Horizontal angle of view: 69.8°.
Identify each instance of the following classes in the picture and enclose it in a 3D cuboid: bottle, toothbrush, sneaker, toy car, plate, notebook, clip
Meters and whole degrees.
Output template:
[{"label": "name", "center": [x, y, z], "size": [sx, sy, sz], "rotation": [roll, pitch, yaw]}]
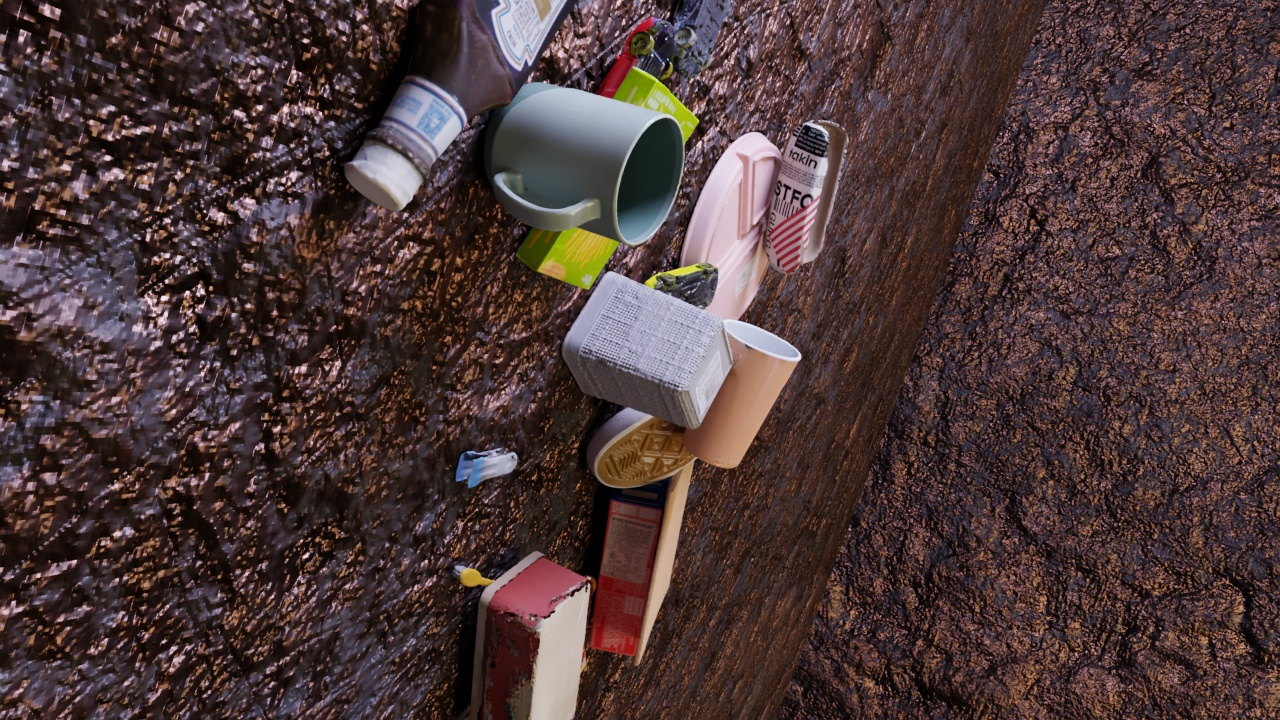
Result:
[{"label": "bottle", "center": [-0.094, -0.169, 0.504], "size": [0.194, 0.044, 0.080], "rotation": [-61, 156, -15]}, {"label": "toothbrush", "center": [-0.121, 0.198, 0.803], "size": [0.016, 0.018, 0.191], "rotation": [-61, 159, -11]}, {"label": "sneaker", "center": [0.037, 0.038, 0.923], "size": [0.240, 0.088, 0.118], "rotation": [-33, 131, -21]}, {"label": "toy car", "center": [0.036, -0.067, 0.881], "size": [0.105, 0.032, 0.048], "rotation": [-19, 128, -44]}, {"label": "plate", "center": [0.105, -0.130, 0.995], "size": [0.228, 0.028, 0.230], "rotation": [-48, 150, -41]}, {"label": "toy car", "center": [-0.009, -0.201, 0.673], "size": [0.106, 0.031, 0.049], "rotation": [-59, 159, 6]}, {"label": "notebook", "center": [0.028, 0.197, 0.980], "size": [0.149, 0.012, 0.212], "rotation": [-56, 158, -66]}, {"label": "clip", "center": [-0.118, 0.079, 0.702], "size": [0.057, 0.036, 0.025], "rotation": [-8, 115, -59]}, {"label": "toy car", "center": [0.049, -0.280, 0.735], "size": [0.105, 0.031, 0.049], "rotation": [-67, 158, 0]}]

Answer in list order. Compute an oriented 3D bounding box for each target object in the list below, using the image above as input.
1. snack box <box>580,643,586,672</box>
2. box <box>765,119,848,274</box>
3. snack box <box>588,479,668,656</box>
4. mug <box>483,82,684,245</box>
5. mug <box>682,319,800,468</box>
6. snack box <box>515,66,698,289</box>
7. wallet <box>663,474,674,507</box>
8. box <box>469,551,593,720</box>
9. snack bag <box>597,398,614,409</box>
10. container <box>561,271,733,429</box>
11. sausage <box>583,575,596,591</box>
[{"label": "snack box", "center": [-0.108, 0.348, 0.944], "size": [0.152, 0.025, 0.075], "rotation": [-50, 150, -38]}, {"label": "box", "center": [0.187, -0.177, 1.000], "size": [0.086, 0.076, 0.162], "rotation": [-10, 119, -33]}, {"label": "snack box", "center": [-0.013, 0.219, 0.982], "size": [0.057, 0.058, 0.208], "rotation": [-71, 171, -62]}, {"label": "mug", "center": [-0.045, -0.119, 0.573], "size": [0.111, 0.106, 0.082], "rotation": [-49, 151, -39]}, {"label": "mug", "center": [0.088, 0.033, 0.850], "size": [0.078, 0.078, 0.123], "rotation": [-16, 132, -62]}, {"label": "snack box", "center": [-0.023, -0.128, 0.671], "size": [0.156, 0.026, 0.085], "rotation": [-56, 158, 8]}, {"label": "wallet", "center": [0.035, 0.101, 1.029], "size": [0.106, 0.037, 0.130], "rotation": [-58, 155, -22]}, {"label": "box", "center": [-0.089, 0.263, 0.794], "size": [0.091, 0.078, 0.168], "rotation": [-31, 135, -53]}, {"label": "snack bag", "center": [-0.005, 0.005, 0.863], "size": [0.026, 0.045, 0.105], "rotation": [47, 57, -17]}, {"label": "container", "center": [0.010, -0.006, 0.783], "size": [0.090, 0.114, 0.090], "rotation": [-60, 155, -20]}, {"label": "sausage", "center": [-0.091, 0.267, 0.916], "size": [0.164, 0.021, 0.021], "rotation": [-41, 145, -46]}]
